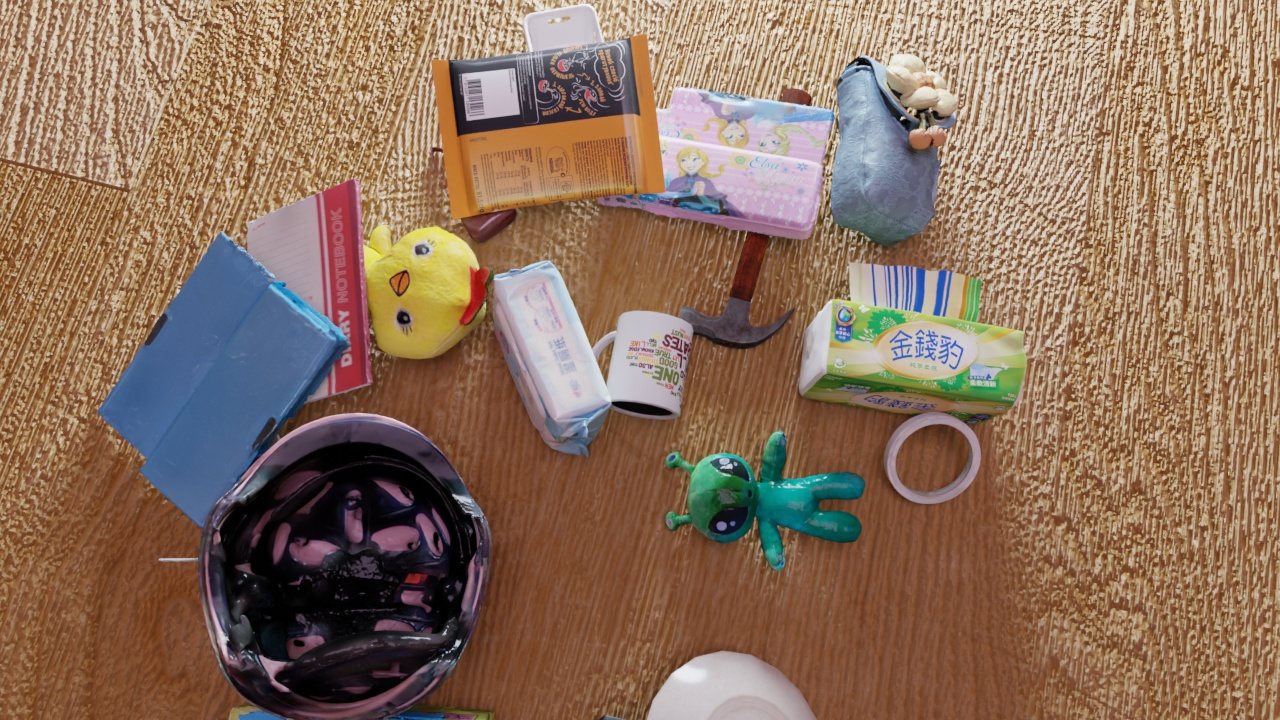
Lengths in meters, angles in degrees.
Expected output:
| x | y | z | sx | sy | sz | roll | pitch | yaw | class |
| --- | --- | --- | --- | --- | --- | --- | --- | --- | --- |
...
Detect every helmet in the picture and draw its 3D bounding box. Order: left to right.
| x | y | z | sx | sy | sz | roll | pitch | yaw | class |
| --- | --- | --- | --- | --- | --- | --- | --- | --- | --- |
| -0.250 | 0.182 | 0.802 | 0.229 | 0.153 | 0.255 | -4 | 72 | -16 | helmet |

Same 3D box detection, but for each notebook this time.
| x | y | z | sx | sy | sz | roll | pitch | yaw | class |
| --- | --- | --- | --- | --- | --- | --- | --- | --- | --- |
| -0.327 | -0.061 | 0.900 | 0.153 | 0.012 | 0.208 | -15 | 75 | 25 | notebook |

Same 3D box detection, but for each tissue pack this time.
| x | y | z | sx | sy | sz | roll | pitch | yaw | class |
| --- | --- | --- | --- | --- | --- | --- | --- | --- | --- |
| -0.087 | 0.003 | 0.878 | 0.070 | 0.112 | 0.181 | -19 | 77 | -16 | tissue pack |
| 0.266 | -0.026 | 0.906 | 0.197 | 0.120 | 0.141 | 11 | 74 | -7 | tissue pack |

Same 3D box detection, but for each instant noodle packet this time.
| x | y | z | sx | sy | sz | roll | pitch | yaw | class |
| --- | --- | --- | --- | --- | --- | --- | --- | --- | --- |
| -0.093 | -0.237 | 0.932 | 0.221 | 0.032 | 0.160 | -7 | 93 | 1 | instant noodle packet |

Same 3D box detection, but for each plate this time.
| x | y | z | sx | sy | sz | roll | pitch | yaw | class |
| --- | --- | --- | --- | --- | --- | --- | --- | --- | --- |
| 0.091 | 0.351 | 0.805 | 0.188 | 0.027 | 0.188 | 12 | 60 | -21 | plate |

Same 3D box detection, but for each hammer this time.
| x | y | z | sx | sy | sz | roll | pitch | yaw | class |
| --- | --- | --- | --- | --- | --- | --- | --- | --- | --- |
| 0.131 | -0.155 | 0.972 | 0.111 | 0.028 | 0.300 | 16 | 76 | 2 | hammer |

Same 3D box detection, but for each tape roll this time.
| x | y | z | sx | sy | sz | roll | pitch | yaw | class |
| --- | --- | --- | --- | --- | --- | --- | --- | --- | --- |
| 0.286 | 0.096 | 0.901 | 0.093 | 0.013 | 0.093 | -1 | 106 | -3 | tape roll |

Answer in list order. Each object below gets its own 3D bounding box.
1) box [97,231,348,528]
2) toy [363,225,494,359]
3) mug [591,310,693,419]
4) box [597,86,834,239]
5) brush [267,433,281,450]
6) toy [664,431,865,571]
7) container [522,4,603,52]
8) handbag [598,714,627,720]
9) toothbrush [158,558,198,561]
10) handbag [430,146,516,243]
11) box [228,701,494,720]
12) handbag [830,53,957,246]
| x | y | z | sx | sy | sz | roll | pitch | yaw | class |
| --- | --- | --- | --- | --- | --- | --- | --- | --- | --- |
| -0.405 | 0.017 | 0.865 | 0.174 | 0.033 | 0.232 | 38 | 98 | 8 | box |
| -0.236 | -0.069 | 0.907 | 0.208 | 0.092 | 0.133 | 13 | 78 | 12 | toy |
| -0.005 | 0.005 | 0.908 | 0.105 | 0.073 | 0.089 | 3 | 74 | 25 | mug |
| 0.081 | -0.219 | 0.966 | 0.230 | 0.035 | 0.159 | 12 | 72 | 11 | box |
| -0.326 | 0.118 | 0.891 | 0.039 | 0.012 | 0.151 | -42 | 82 | -11 | brush |
| 0.115 | 0.135 | 0.882 | 0.193 | 0.072 | 0.130 | 5 | 74 | 8 | toy |
| -0.076 | -0.310 | 0.990 | 0.080 | 0.049 | 0.129 | -12 | 77 | -6 | container |
| 0.041 | 0.421 | 0.787 | 0.195 | 0.072 | 0.175 | 15 | 58 | -6 | handbag |
| -0.363 | 0.176 | 0.788 | 0.010 | 0.181 | 0.010 | 7 | 78 | 5 | toothbrush |
| -0.186 | -0.182 | 0.968 | 0.055 | 0.029 | 0.119 | -38 | 75 | -9 | handbag |
| -0.244 | 0.363 | 0.801 | 0.221 | 0.081 | 0.124 | 4 | 79 | -5 | box |
| 0.262 | -0.221 | 0.941 | 0.121 | 0.119 | 0.191 | 19 | 70 | -29 | handbag |
